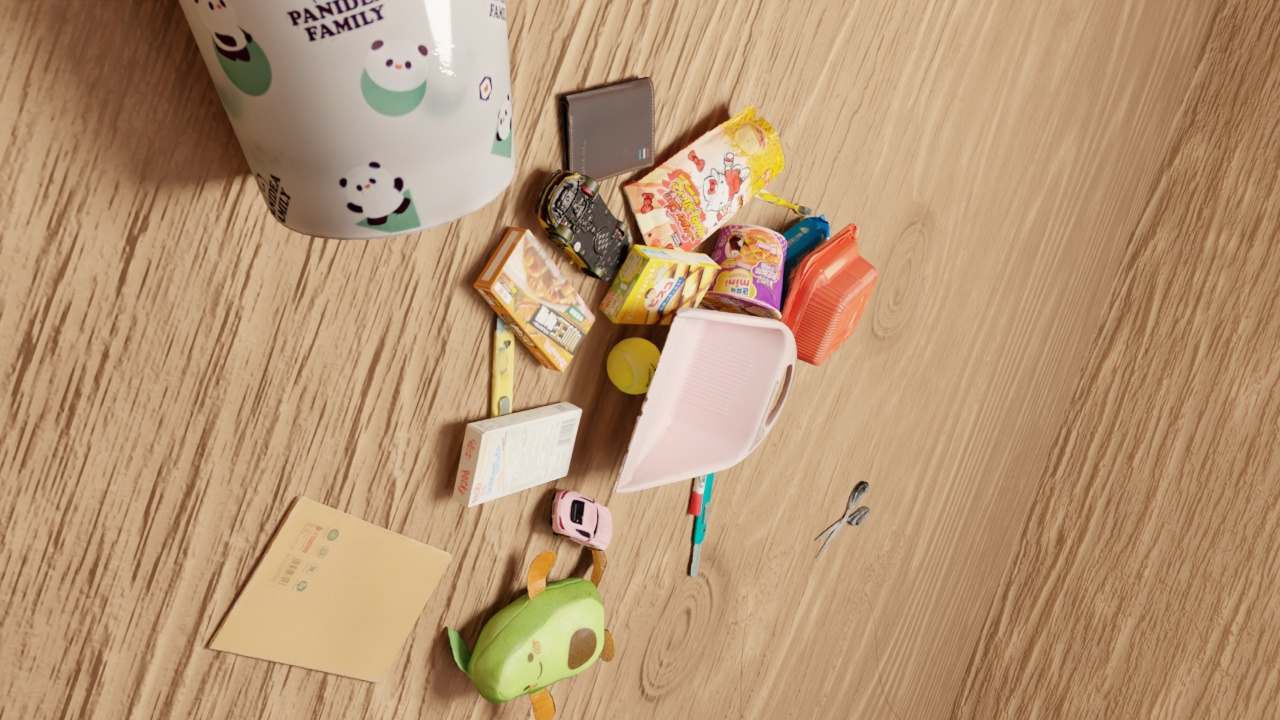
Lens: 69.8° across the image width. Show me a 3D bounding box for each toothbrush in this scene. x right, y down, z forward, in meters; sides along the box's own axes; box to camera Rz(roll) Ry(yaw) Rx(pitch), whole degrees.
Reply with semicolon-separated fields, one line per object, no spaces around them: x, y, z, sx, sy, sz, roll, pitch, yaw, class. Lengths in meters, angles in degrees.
0.178;-0.213;1.210;0.191;0.018;0.016;6;100;-52;toothbrush

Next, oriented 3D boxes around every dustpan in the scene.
0.098;0.044;1.085;0.272;0.139;0.223;-42;152;-69;dustpan

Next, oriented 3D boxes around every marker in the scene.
0.085;0.147;1.270;0.017;0.017;0.145;-12;116;-47;marker

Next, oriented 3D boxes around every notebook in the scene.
-0.283;0.224;0.871;0.207;0.008;0.147;40;76;-51;notebook

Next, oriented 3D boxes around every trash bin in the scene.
-0.189;-0.233;0.607;0.228;0.230;0.252;-36;136;-35;trash bin

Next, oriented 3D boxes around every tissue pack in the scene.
0.208;-0.130;1.254;0.156;0.052;0.095;-37;136;-34;tissue pack

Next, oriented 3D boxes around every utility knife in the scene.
0.091;0.221;1.313;0.029;0.013;0.205;-12;116;-47;utility knife
-0.145;0.029;0.945;0.030;0.018;0.165;-21;118;-51;utility knife

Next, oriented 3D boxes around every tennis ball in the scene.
-0.006;0.006;1.054;0.065;0.065;0.065;-25;124;-42;tennis ball

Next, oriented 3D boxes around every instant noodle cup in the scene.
0.130;-0.111;1.136;0.111;0.112;0.099;21;81;-52;instant noodle cup
0.242;-0.074;1.200;0.164;0.079;0.189;-38;152;-41;instant noodle cup

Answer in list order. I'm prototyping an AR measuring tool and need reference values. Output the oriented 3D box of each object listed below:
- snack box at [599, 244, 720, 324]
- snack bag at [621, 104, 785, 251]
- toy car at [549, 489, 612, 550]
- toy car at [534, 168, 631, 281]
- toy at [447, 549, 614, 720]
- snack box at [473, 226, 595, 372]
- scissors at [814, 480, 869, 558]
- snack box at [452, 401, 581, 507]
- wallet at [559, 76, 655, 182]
0.024;-0.084;1.051;0.140;0.034;0.087;1;128;-50;snack box
0.073;-0.201;1.066;0.207;0.073;0.129;-40;135;-22;snack bag
-0.065;0.188;1.079;0.122;0.037;0.056;38;52;-52;toy car
-0.057;-0.134;0.945;0.071;0.041;0.156;-62;151;-9;toy car
-0.107;0.319;1.062;0.246;0.090;0.227;-16;109;-50;toy
-0.104;-0.059;0.931;0.075;0.026;0.154;-61;143;-20;snack box
0.377;0.294;1.693;0.174;0.014;0.159;18;93;-51;scissors
-0.126;0.096;0.966;0.156;0.027;0.085;-10;120;-54;snack box
-0.033;-0.236;0.949;0.122;0.020;0.096;-26;126;-38;wallet
